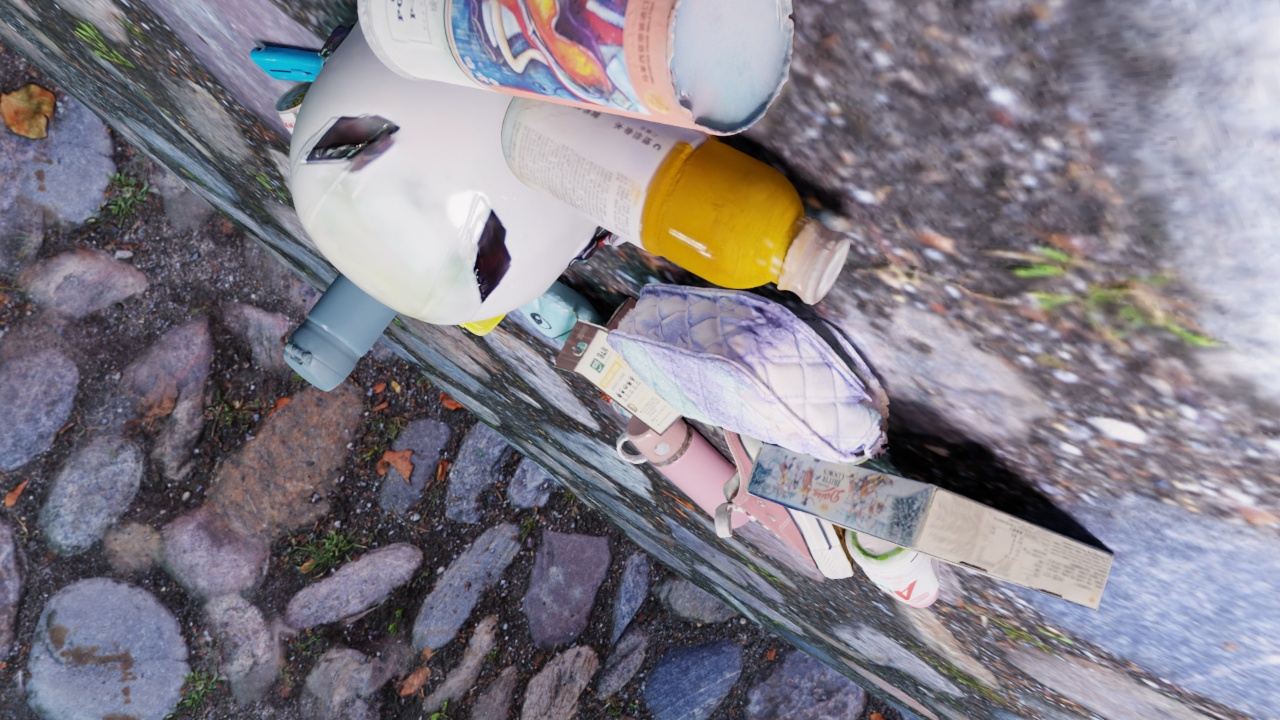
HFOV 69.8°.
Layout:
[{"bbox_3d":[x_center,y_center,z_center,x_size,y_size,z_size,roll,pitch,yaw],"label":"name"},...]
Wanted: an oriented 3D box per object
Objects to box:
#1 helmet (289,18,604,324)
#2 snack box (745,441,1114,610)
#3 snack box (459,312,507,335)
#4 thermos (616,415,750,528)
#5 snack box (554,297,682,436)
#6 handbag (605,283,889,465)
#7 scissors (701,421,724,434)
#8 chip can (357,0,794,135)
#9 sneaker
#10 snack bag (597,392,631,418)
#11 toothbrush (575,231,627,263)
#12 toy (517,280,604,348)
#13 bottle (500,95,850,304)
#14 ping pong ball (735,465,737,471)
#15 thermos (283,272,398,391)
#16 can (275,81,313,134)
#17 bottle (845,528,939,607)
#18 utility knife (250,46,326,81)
[{"bbox_3d":[-0.152,-0.112,0.642,0.229,0.145,0.259,39,166,-16],"label":"helmet"},{"bbox_3d":[0.199,0.114,0.654,0.177,0.045,0.183,21,174,-26],"label":"snack box"},{"bbox_3d":[-0.183,-0.083,0.992,0.091,0.082,0.080,41,180,-16],"label":"snack box"},{"bbox_3d":[0.056,0.132,1.111,0.198,0.087,0.067,42,-158,-32],"label":"thermos"},{"bbox_3d":[-0.005,0.005,0.835,0.125,0.053,0.113,38,153,0],"label":"snack box"},{"bbox_3d":[0.071,0.005,0.648,0.134,0.075,0.194,43,167,-28],"label":"handbag"},{"bbox_3d":[0.036,0.029,0.947,0.176,0.019,0.175,29,166,23],"label":"scissors"},{"bbox_3d":[-0.038,-0.147,0.398,0.215,0.071,0.071,24,162,41],"label":"chip can"},{"bbox_3d":[0.121,0.119,0.823,0.088,0.118,0.241,-18,130,25],"label":"sneaker"},{"bbox_3d":[-0.008,0.060,1.147,0.104,0.026,0.048,23,174,44],"label":"snack bag"},{"bbox_3d":[-0.018,-0.087,0.671,0.016,0.017,0.188,39,167,-17],"label":"toothbrush"},{"bbox_3d":[-0.077,-0.044,0.911,0.161,0.049,0.156,33,169,-31],"label":"toy"},{"bbox_3d":[0.016,-0.088,0.472,0.189,0.068,0.068,31,166,20],"label":"bottle"},{"bbox_3d":[0.123,0.121,0.992,0.040,0.040,0.040,34,167,9],"label":"ping pong ball"},{"bbox_3d":[-0.243,-0.073,0.849,0.070,0.220,0.070,32,167,8],"label":"thermos"},{"bbox_3d":[-0.276,-0.192,0.850,0.053,0.053,0.133,24,155,42],"label":"can"},{"bbox_3d":[0.250,0.193,0.875,0.068,0.068,0.197,26,167,37],"label":"bottle"},{"bbox_3d":[-0.276,-0.247,0.772,0.205,0.018,0.034,21,160,44],"label":"utility knife"}]
